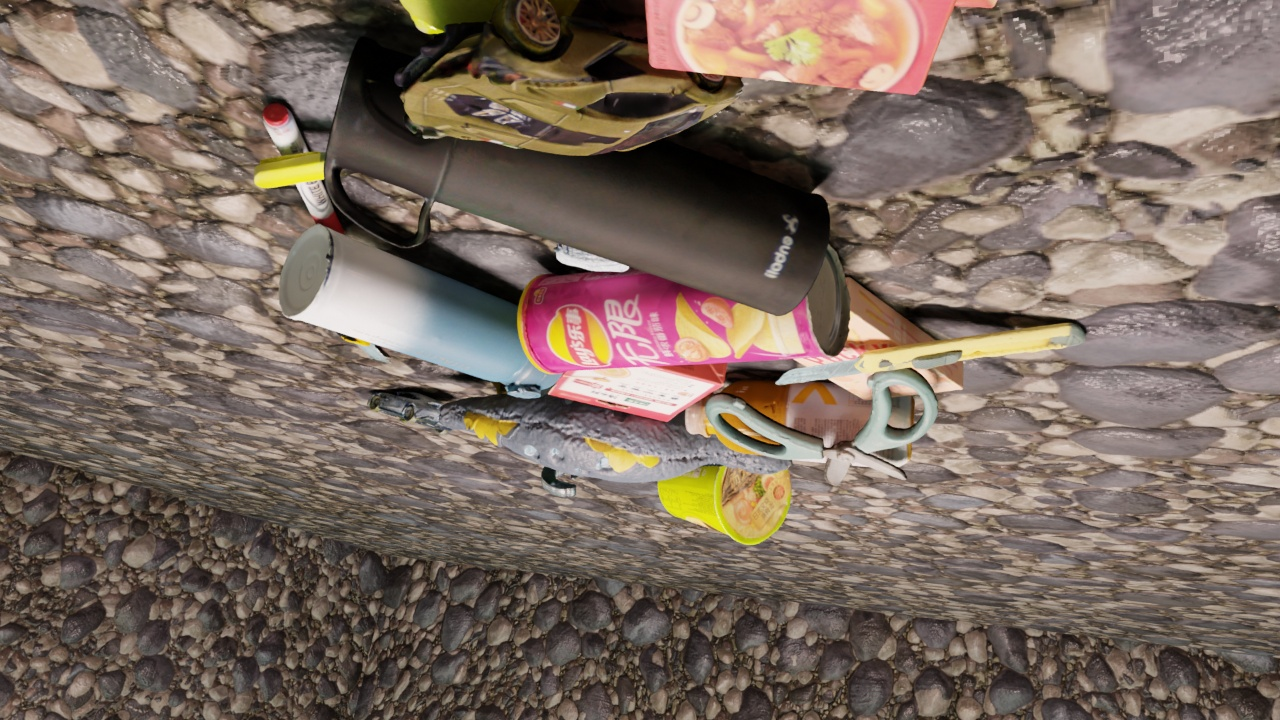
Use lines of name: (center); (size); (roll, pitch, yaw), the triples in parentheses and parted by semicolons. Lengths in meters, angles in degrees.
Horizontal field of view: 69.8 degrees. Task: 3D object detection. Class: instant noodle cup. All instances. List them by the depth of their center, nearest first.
instant noodle cup: (0.086, 0.141, 1.023); (0.111, 0.111, 0.124); (22, 165, -33)

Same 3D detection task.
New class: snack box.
snack box: (0.065, -0.140, 0.296); (0.127, 0.044, 0.113); (7, 161, 7)
snack box: (0.155, -0.011, 0.655); (0.085, 0.026, 0.157); (-11, 153, 45)
snack box: (-0.004, 0.004, 0.749); (0.113, 0.044, 0.127); (14, 160, -15)

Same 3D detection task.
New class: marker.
marker: (-0.156, -0.112, 0.507); (0.124, 0.015, 0.018); (-7, 163, 11)
marker: (-0.203, -0.110, 0.559); (0.017, 0.017, 0.145); (11, 161, -3)

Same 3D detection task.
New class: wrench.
wrench: (0.034, 0.101, 0.921); (0.273, 0.056, 0.016); (-5, 124, -16)

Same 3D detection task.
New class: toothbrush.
toothbrush: (-0.145, 0.003, 0.860); (0.016, 0.015, 0.190); (2, 160, 7)

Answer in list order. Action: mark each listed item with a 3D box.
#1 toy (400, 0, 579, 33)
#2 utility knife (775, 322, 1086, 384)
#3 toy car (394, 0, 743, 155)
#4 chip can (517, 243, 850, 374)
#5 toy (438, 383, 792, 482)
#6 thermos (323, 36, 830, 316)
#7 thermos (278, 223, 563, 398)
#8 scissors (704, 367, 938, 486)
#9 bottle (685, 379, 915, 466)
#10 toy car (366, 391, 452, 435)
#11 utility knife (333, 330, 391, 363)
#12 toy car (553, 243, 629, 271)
toy: (-0.054, -0.151, 0.346); (0.097, 0.031, 0.100); (2, 159, 16)
utility knife: (0.192, -0.005, 0.612); (0.205, 0.021, 0.031); (-5, 145, 10)
toy car: (-0.022, -0.110, 0.376); (0.157, 0.042, 0.070); (-6, 175, -38)
chip can: (0.023, -0.030, 0.593); (0.211, 0.071, 0.071); (-3, 158, 32)
toy: (-0.029, 0.067, 0.869); (0.356, 0.091, 0.138); (7, 174, 4)
thermos: (-0.031, -0.078, 0.462); (0.242, 0.090, 0.068); (15, -163, -16)
thermos: (-0.145, -0.028, 0.662); (0.070, 0.070, 0.220); (-8, 159, 41)
scissors: (0.135, 0.045, 0.699); (0.170, 0.019, 0.172); (15, 145, 4)
bottle: (0.133, 0.051, 0.778); (0.190, 0.068, 0.068); (3, 160, 18)
toy car: (-0.258, 0.055, 1.038); (0.121, 0.036, 0.054); (7, 164, 41)
utility knife: (-0.263, -0.031, 0.817); (0.033, 0.015, 0.216); (10, 162, 8)
toy car: (-0.029, -0.077, 0.547); (0.049, 0.031, 0.106); (9, 162, 3)
